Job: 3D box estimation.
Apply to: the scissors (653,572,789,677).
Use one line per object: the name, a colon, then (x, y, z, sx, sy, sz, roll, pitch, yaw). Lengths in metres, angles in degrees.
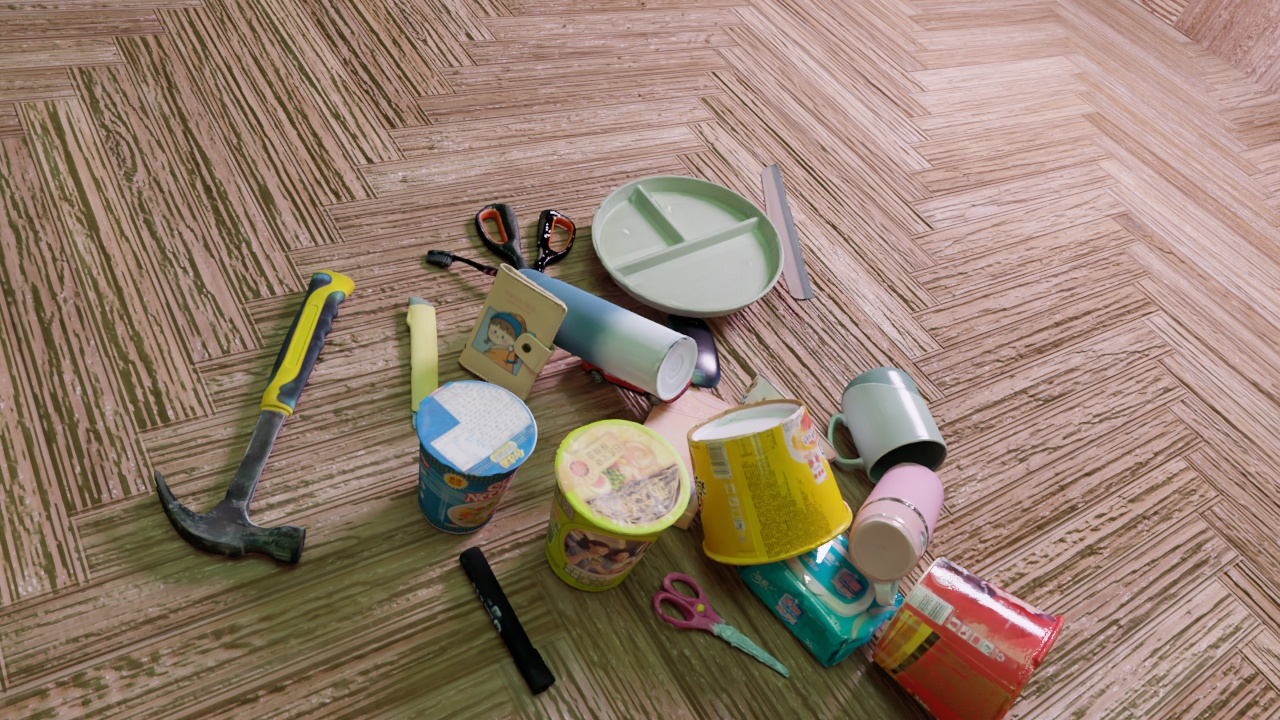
scissors: (0.071, 0.232, 0.789, 0.133, 0.017, 0.056, 34, 40, 8)

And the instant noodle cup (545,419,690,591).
instant noodle cup: (-0.030, 0.130, 0.770, 0.111, 0.124, 0.111, 12, 45, -12)

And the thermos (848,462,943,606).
thermos: (0.235, 0.154, 0.836, 0.067, 0.087, 0.198, -2, 7, 22)

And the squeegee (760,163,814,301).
squeegee: (0.071, -0.165, 1.152, 0.249, 0.040, 0.247, 3, 51, -10)

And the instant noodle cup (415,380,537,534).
instant noodle cup: (-0.147, 0.088, 0.777, 0.099, 0.110, 0.099, 11, 45, -11)

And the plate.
plate: (0.055, -0.136, 1.082, 0.230, 0.028, 0.229, 5, 51, -7)

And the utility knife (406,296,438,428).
utility knife: (-0.216, -0.002, 0.905, 0.031, 0.018, 0.166, 0, 46, -14)

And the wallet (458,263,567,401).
wallet: (-0.122, -0.024, 0.893, 0.087, 0.115, 0.024, 35, 24, 14)

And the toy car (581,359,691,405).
toy car: (-0.005, 0.006, 0.936, 0.121, 0.045, 0.052, 21, 47, 26)

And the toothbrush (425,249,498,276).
toothbrush: (-0.148, -0.091, 0.996, 0.189, 0.014, 0.017, 16, 54, 11)

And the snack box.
snack box: (0.037, 0.088, 0.904, 0.084, 0.026, 0.156, 25, 44, 6)

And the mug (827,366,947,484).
mug: (0.250, 0.071, 0.970, 0.112, 0.082, 0.106, -19, 50, 5)

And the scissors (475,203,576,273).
scissors: (-0.114, -0.105, 1.037, 0.189, 0.022, 0.229, -21, 58, -34)

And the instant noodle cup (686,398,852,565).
instant noodle cup: (0.106, 0.101, 0.813, 0.137, 0.138, 0.110, -23, 101, -36)

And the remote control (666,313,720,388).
remote control: (0.059, -0.018, 0.999, 0.053, 0.024, 0.136, 10, 34, -14)

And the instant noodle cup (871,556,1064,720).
instant noodle cup: (0.272, 0.239, 0.775, 0.108, 0.138, 0.137, 35, 45, 25)

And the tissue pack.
tissue pack: (0.159, 0.198, 0.826, 0.093, 0.050, 0.133, -27, 61, -39)

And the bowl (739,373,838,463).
bowl: (0.138, 0.074, 0.916, 0.062, 0.113, 0.113, -45, 66, 2)

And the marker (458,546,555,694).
marker: (-0.109, 0.207, 0.741, 0.022, 0.020, 0.132, -4, 48, -46)

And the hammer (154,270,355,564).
hammer: (-0.325, 0.031, 0.822, 0.126, 0.032, 0.322, 13, 45, -10)

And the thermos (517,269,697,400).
thermos: (-0.048, -0.033, 0.903, 0.221, 0.070, 0.070, 26, 41, 31)
